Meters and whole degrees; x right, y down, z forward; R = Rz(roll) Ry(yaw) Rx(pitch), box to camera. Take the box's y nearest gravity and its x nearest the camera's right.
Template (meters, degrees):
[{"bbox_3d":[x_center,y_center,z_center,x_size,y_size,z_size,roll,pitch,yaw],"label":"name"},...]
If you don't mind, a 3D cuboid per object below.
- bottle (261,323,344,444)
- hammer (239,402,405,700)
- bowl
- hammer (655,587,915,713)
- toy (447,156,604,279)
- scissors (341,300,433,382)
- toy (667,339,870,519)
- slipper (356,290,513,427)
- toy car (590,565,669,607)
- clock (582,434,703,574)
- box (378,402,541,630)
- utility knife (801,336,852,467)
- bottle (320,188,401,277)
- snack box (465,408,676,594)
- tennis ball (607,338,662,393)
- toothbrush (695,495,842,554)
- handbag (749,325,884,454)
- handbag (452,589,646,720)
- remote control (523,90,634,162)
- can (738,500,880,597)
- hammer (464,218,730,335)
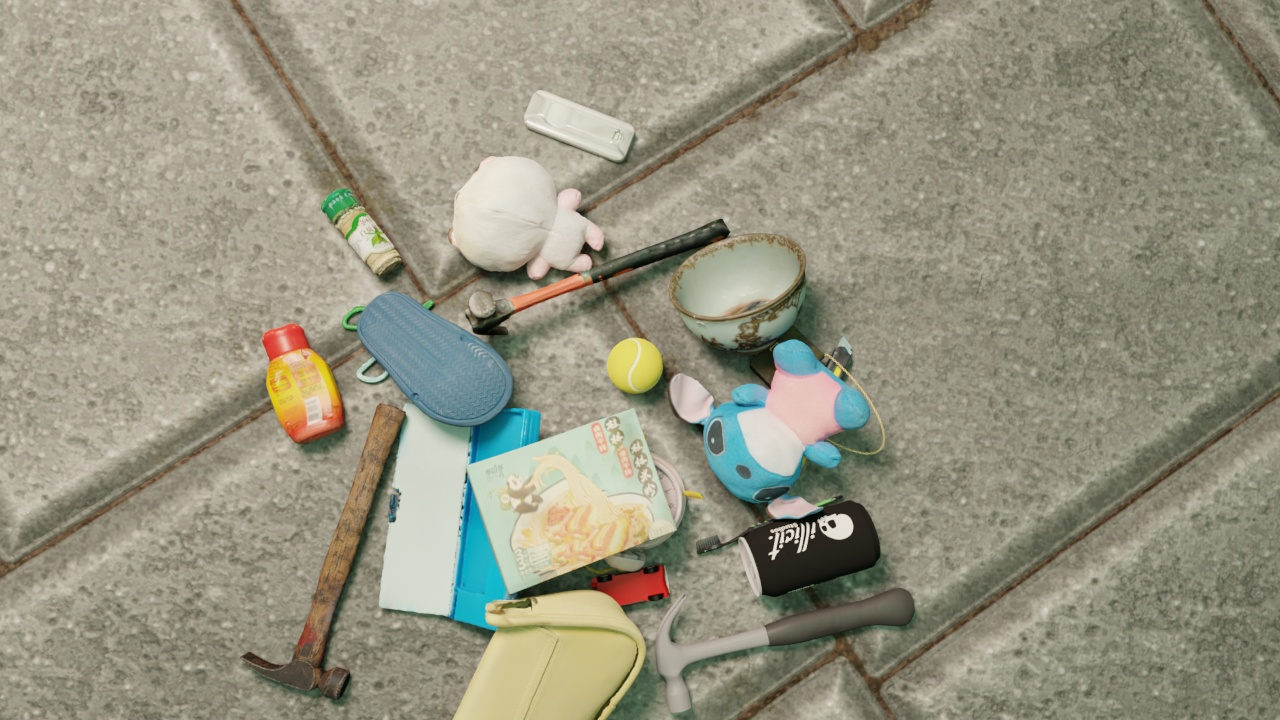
[{"bbox_3d":[-0.392,0.025,1.056,0.071,0.048,0.134,-21,85,-6],"label":"bottle"},{"bbox_3d":[-0.344,0.206,1.043,0.120,0.033,0.330,17,85,0],"label":"hammer"},{"bbox_3d":[0.121,-0.064,1.064,0.160,0.160,0.094,-29,127,-6],"label":"bowl"},{"bbox_3d":[0.168,0.312,1.069,0.311,0.029,0.125,-12,85,-5],"label":"hammer"},{"bbox_3d":[-0.130,-0.160,1.073,0.179,0.101,0.139,22,95,-18],"label":"toy"},{"bbox_3d":[-0.293,-0.021,1.086,0.127,0.011,0.123,10,84,-1],"label":"scissors"},{"bbox_3d":[0.147,0.069,1.045,0.224,0.098,0.192,44,107,9],"label":"toy"},{"bbox_3d":[-0.237,0.001,1.050,0.214,0.059,0.103,34,82,17],"label":"slipper"},{"bbox_3d":[-0.011,0.263,1.064,0.089,0.025,0.038,-10,85,-4],"label":"toy car"},{"bbox_3d":[-0.017,0.174,1.057,0.158,0.059,0.117,-44,88,-6],"label":"clock"},{"bbox_3d":[-0.201,0.174,1.055,0.176,0.059,0.243,3,83,21],"label":"box"},{"bbox_3d":[0.216,0.051,1.106,0.029,0.020,0.174,26,82,-2],"label":"utility knife"},{"bbox_3d":[-0.329,-0.150,1.084,0.042,0.043,0.110,-39,88,-7],"label":"bottle"},{"bbox_3d":[-0.075,0.149,0.993,0.193,0.044,0.141,-18,86,-13],"label":"snack box"},{"bbox_3d":[-0.006,0.006,1.073,0.065,0.065,0.065,0,83,-4],"label":"tennis ball"},{"bbox_3d":[0.153,0.191,1.088,0.188,0.014,0.017,-20,77,-6],"label":"toothbrush"},{"bbox_3d":[0.216,0.042,1.086,0.084,0.027,0.178,-44,78,-4],"label":"handbag"},{"bbox_3d":[-0.115,0.352,0.994,0.190,0.088,0.233,24,97,-22],"label":"handbag"},{"bbox_3d":[-0.075,-0.288,1.123,0.133,0.022,0.050,21,83,-1],"label":"remote control"},{"bbox_3d":[0.193,0.217,1.054,0.146,0.080,0.080,-16,85,-5],"label":"can"},{"bbox_3d":[-0.044,-0.101,1.067,0.332,0.133,0.033,-22,83,-14],"label":"hammer"}]
